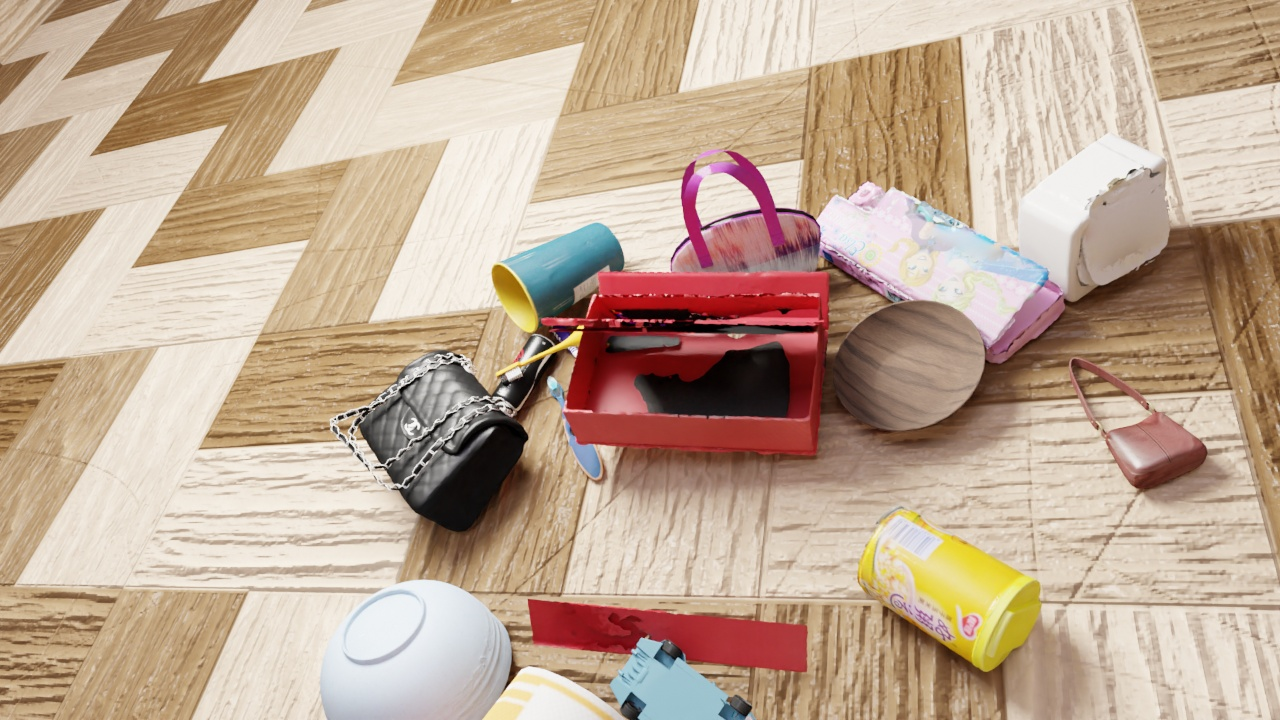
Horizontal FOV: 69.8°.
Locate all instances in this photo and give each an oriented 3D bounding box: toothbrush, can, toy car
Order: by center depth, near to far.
[{"bbox_3d":[0.203,0.150,0.611,0.067,0.068,0.105,-46,48,-16],"label":"can"},{"bbox_3d":[0.034,0.243,0.640,0.108,0.027,0.060,32,82,25],"label":"toy car"},{"bbox_3d":[-0.062,0.060,0.848,0.021,0.017,0.135,-31,46,0],"label":"toothbrush"},{"bbox_3d":[-0.050,-0.026,0.892,0.196,0.031,0.031,-26,69,-10],"label":"toothbrush"},{"bbox_3d":[-0.114,0.014,0.901,0.032,0.031,0.080,12,58,32],"label":"can"},{"bbox_3d":[-0.081,-0.028,0.933,0.016,0.015,0.186,-32,45,-3],"label":"toothbrush"}]

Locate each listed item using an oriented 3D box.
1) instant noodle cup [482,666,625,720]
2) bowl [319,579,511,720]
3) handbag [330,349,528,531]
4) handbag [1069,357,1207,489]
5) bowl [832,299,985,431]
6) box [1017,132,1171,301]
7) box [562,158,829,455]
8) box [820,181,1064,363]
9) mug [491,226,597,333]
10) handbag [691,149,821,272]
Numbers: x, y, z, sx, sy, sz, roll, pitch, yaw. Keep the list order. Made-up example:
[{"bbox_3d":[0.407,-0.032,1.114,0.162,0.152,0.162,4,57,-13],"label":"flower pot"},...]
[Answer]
[{"bbox_3d":[-0.071,0.281,0.603,0.124,0.123,0.120,10,50,32],"label":"instant noodle cup"},{"bbox_3d":[-0.182,0.224,0.703,0.151,0.075,0.150,-14,33,9],"label":"bowl"},{"bbox_3d":[-0.190,0.057,0.835,0.125,0.114,0.154,-48,44,-1],"label":"handbag"},{"bbox_3d":[0.350,0.038,0.669,0.055,0.029,0.119,-23,41,4],"label":"handbag"},{"bbox_3d":[0.218,0.010,0.740,0.119,0.032,0.119,-16,53,23],"label":"bowl"},{"bbox_3d":[0.374,-0.104,0.721,0.108,0.102,0.102,-38,48,-10],"label":"box"},{"bbox_3d":[0.054,-0.130,0.783,0.213,0.128,0.425,2,86,17],"label":"box"},{"bbox_3d":[0.246,-0.090,0.797,0.084,0.063,0.230,-39,47,-8],"label":"box"},{"bbox_3d":[-0.080,-0.090,0.933,0.121,0.078,0.078,-32,44,-25],"label":"mug"},{"bbox_3d":[0.085,-0.114,0.818,0.145,0.170,0.068,-16,47,13],"label":"handbag"}]
